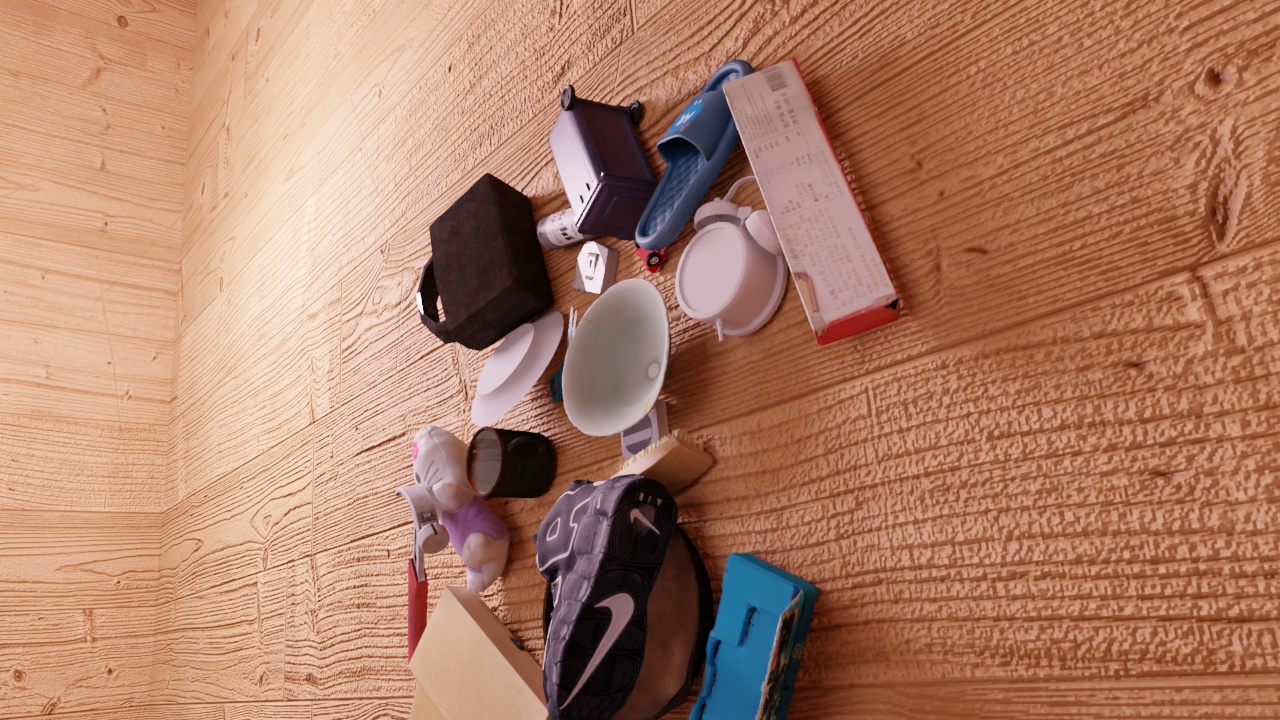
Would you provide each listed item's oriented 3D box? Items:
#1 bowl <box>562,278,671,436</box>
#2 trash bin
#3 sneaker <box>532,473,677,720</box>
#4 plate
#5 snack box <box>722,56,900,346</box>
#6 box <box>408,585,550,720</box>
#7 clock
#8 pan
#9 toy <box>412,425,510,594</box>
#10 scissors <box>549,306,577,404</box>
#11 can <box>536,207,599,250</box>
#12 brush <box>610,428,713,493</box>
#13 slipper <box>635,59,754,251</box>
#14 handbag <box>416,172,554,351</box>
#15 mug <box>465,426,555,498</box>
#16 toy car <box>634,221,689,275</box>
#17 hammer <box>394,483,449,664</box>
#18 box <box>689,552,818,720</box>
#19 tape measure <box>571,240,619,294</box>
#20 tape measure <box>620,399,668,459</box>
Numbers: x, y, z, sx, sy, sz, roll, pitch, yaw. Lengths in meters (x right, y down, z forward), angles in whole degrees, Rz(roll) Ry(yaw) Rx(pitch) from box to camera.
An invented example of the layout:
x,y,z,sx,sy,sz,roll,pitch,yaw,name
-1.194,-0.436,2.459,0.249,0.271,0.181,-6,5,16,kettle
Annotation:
x,y,z,sx,sy,sz,roll,pitch,yaw,name
-0.006,0.006,0.966,0.175,0.067,0.174,-24,56,42,bowl
-0.040,-0.222,1.039,0.092,0.093,0.160,-55,43,41,trash bin
-0.064,0.224,0.901,0.151,0.097,0.252,11,84,54,sneaker
-0.161,0.003,1.132,0.173,0.019,0.172,-39,27,24,plate
0.147,-0.145,0.808,0.077,0.044,0.272,-20,63,8,snack box
-0.201,0.449,1.121,0.247,0.076,0.257,33,114,45,box
0.093,-0.099,0.884,0.120,0.061,0.159,26,98,51,clock
-0.040,0.312,0.944,0.249,0.043,0.356,38,106,46,pan
-0.231,0.184,1.184,0.209,0.085,0.138,57,158,31,toy
-0.082,-0.002,1.092,0.073,0.016,0.134,36,120,49,scissors
-0.081,-0.164,1.114,0.107,0.044,0.044,-9,76,49,can
0.020,0.109,0.936,0.117,0.049,0.039,-36,34,42,brush
0.046,-0.212,0.936,0.213,0.059,0.104,-63,25,1,slipper
-0.219,-0.105,1.222,0.200,0.102,0.197,-30,59,25,handbag
-0.149,0.119,1.110,0.111,0.081,0.084,-39,55,39,mug
0.025,-0.139,0.996,0.090,0.025,0.038,-54,44,26,toy car
-0.294,0.298,1.212,0.126,0.036,0.316,49,139,44,hammer
0.098,0.306,0.784,0.167,0.075,0.243,-144,66,-79,box
-0.054,-0.109,1.089,0.060,0.020,0.062,17,96,51,tape measure
0.005,0.078,0.983,0.065,0.016,0.064,-25,63,45,tape measure
